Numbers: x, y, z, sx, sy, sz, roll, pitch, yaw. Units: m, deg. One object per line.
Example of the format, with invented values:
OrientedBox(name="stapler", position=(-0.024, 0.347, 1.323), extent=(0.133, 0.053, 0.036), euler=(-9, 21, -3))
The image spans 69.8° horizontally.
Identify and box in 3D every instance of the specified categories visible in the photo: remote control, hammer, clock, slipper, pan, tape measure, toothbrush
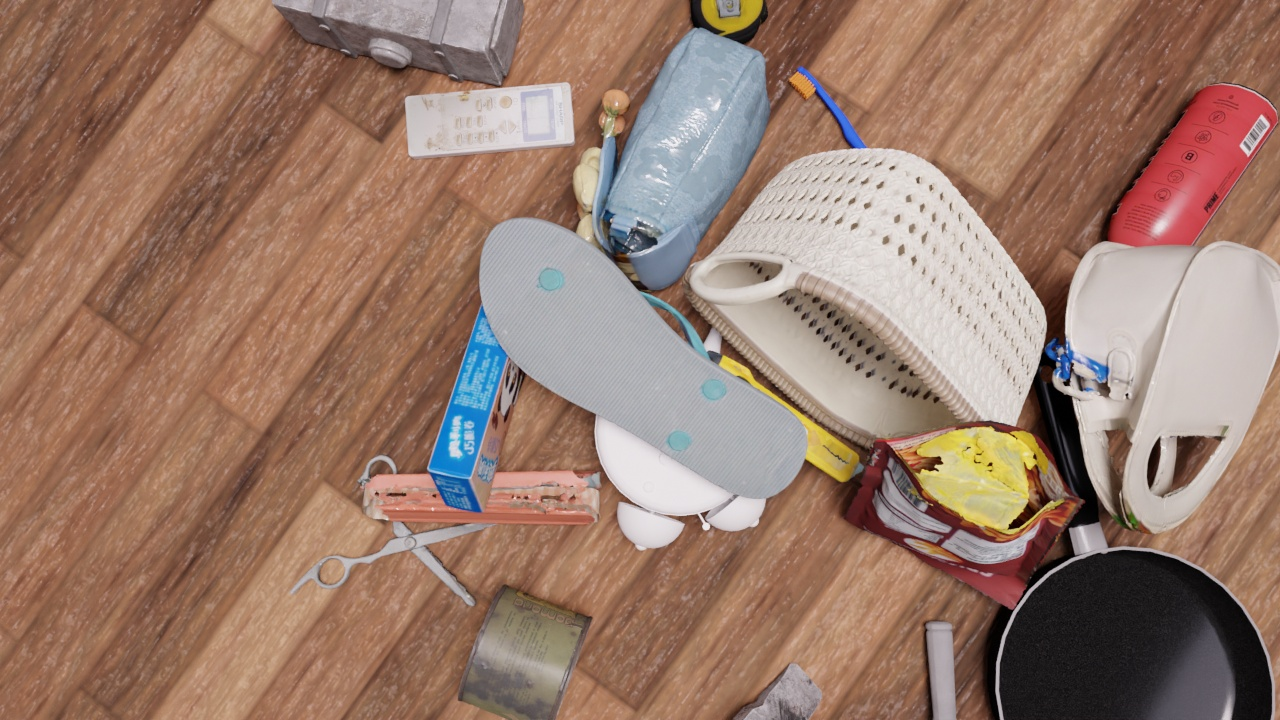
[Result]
OrientedBox(name="remote control", position=(-0.123, -0.195, 0.748), extent=(0.136, 0.011, 0.050), euler=(-5, 87, 1))
OrientedBox(name="hammer", position=(0.120, 0.249, 0.570), extent=(0.121, 0.319, 0.049), euler=(-41, 87, -20))
OrientedBox(name="clock", position=(0.028, 0.056, 0.695), extent=(0.125, 0.073, 0.161), euler=(-11, 85, -4))
OrientedBox(name="slipper", position=(-0.004, 0.004, 0.648), extent=(0.269, 0.054, 0.098), euler=(39, 98, -2))
OrientedBox(name="pan", position=(0.347, 0.169, 0.699), extent=(0.204, 0.044, 0.355), euler=(-13, 84, -1))
OrientedBox(name="tape measure", position=(0.071, -0.285, 0.736), extent=(0.062, 0.034, 0.061), euler=(-10, 89, 2))
OrientedBox(name="hammer", position=(-0.160, -0.392, 0.725), extent=(0.177, 0.079, 0.326), euler=(14, 87, 2))
OrientedBox(name="toothbrush", position=(0.179, -0.161, 0.736), extent=(0.018, 0.016, 0.182), euler=(-36, 87, 5))

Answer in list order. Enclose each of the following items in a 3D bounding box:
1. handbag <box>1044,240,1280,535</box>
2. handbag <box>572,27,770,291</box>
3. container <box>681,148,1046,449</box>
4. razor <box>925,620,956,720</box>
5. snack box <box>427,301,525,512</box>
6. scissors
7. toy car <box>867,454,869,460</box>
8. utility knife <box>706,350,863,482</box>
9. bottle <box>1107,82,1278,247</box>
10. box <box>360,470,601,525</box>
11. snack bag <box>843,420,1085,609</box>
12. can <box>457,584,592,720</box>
OrientedBox(name="handbag", position=(0.356, 0.019, 0.636), extent=(0.200, 0.093, 0.199), euler=(6, 95, -38))
OrientedBox(name="handbag", position=(0.015, -0.152, 0.691), extent=(0.118, 0.121, 0.192), euler=(27, 88, 13))
OrientedBox(name="container", position=(0.161, -0.028, 0.629), extent=(0.246, 0.185, 0.142), euler=(40, 75, -32))
OrientedBox(name="razor", position=(0.232, 0.260, 0.704), extent=(0.088, 0.047, 0.116), euler=(-1, 79, 1))
OrientedBox(name="snack box", position=(-0.113, 0.027, 0.675), extent=(0.034, 0.087, 0.151), euler=(12, 65, 2))
OrientedBox(name="scissors", position=(-0.199, 0.149, 0.731), extent=(0.175, 0.014, 0.141), euler=(-26, 84, -2))
OrientedBox(name="toy car", position=(0.234, 0.092, 0.716), extent=(0.108, 0.027, 0.060), euler=(-3, 87, 1))
OrientedBox(name="utility knife", position=(0.105, 0.043, 0.678), extent=(0.151, 0.017, 0.030), euler=(36, 81, -14))
OrientedBox(name="bottle", position=(0.410, -0.125, 0.705), extent=(0.062, 0.062, 0.176), euler=(35, 88, 3))
OrientedBox(name="box", position=(-0.123, 0.110, 0.711), extent=(0.187, 0.059, 0.056), euler=(0, 111, -1))
OrientedBox(name="snack bag", position=(0.205, 0.110, 0.614), extent=(0.139, 0.208, 0.066), euler=(19, 65, 18))
OrientedBox(name="can", position=(-0.086, 0.223, 0.687), extent=(0.074, 0.090, 0.090), euler=(20, 88, 3))
